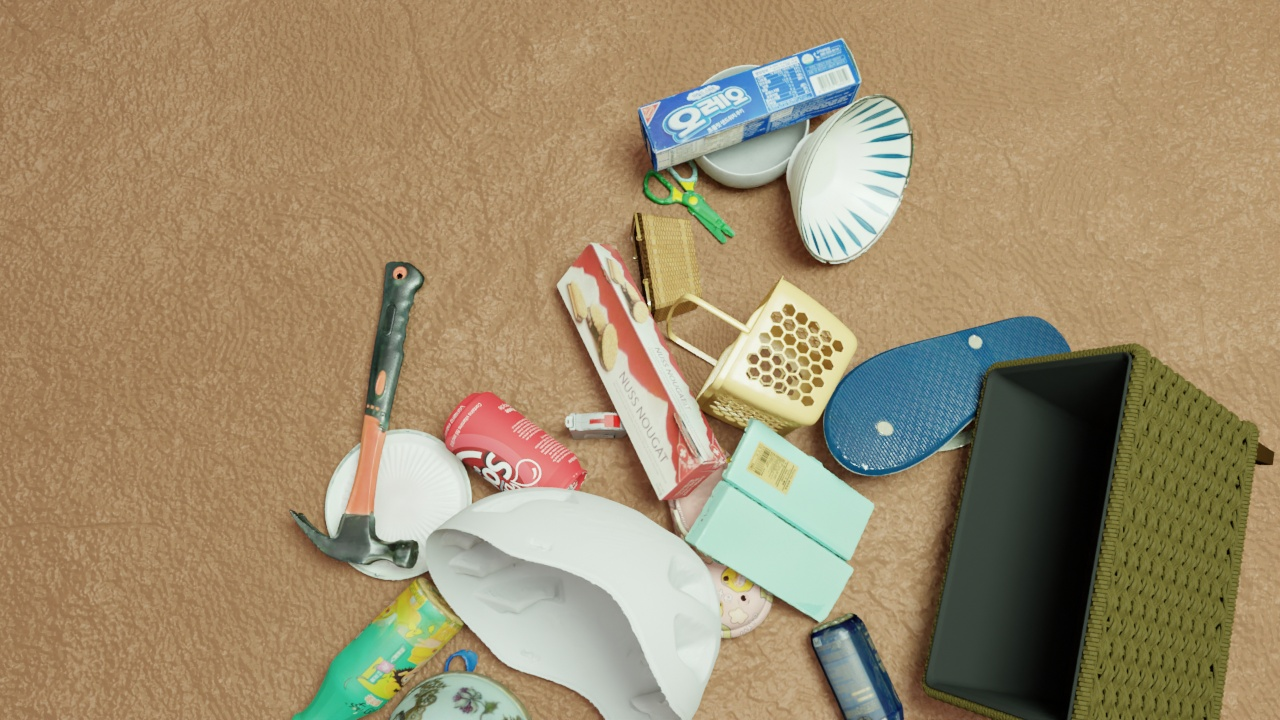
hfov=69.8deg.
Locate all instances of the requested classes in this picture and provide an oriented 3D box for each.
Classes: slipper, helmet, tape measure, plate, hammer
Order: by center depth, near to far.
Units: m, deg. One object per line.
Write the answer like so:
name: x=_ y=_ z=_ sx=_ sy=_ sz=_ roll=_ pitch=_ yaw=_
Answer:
helmet: x=-0.065 y=0.222 z=0.839 sx=0.282 sy=0.225 sz=0.183 roll=12 pitch=42 yaw=8
slipper: x=0.078 y=0.172 z=0.908 sx=0.093 sy=0.081 sz=0.197 roll=-11 pitch=74 yaw=0
slipper: x=0.309 y=0.033 z=0.941 sx=0.294 sy=0.060 sz=0.118 roll=-21 pitch=70 yaw=-15
tape measure: x=-0.044 y=0.069 z=0.950 sx=0.062 sy=0.060 sz=0.020 roll=-1 pitch=76 yaw=0
plate: x=-0.254 y=0.151 z=0.967 sx=0.157 sy=0.014 sz=0.156 roll=-1 pitch=76 yaw=3
hammer: x=-0.278 y=0.047 z=0.975 sx=0.133 sy=0.033 sz=0.332 roll=4 pitch=71 yaw=7

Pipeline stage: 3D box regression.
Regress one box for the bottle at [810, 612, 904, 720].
bottle: x=0.217 y=0.324 z=0.874 sx=0.056 sy=0.056 sz=0.160 roll=-23 pitch=76 yaw=-2

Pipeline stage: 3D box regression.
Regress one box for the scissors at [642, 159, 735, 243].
scissors: x=0.064 y=-0.182 z=1.030 sx=0.130 sy=0.014 sz=0.070 roll=40 pitch=82 yaw=13

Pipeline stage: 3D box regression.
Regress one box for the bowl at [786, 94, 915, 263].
bowl: x=0.204 y=-0.197 z=0.968 sx=0.177 sy=0.177 sz=0.071 roll=-50 pitch=48 yaw=-8

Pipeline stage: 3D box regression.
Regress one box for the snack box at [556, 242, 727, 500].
snack box: x=-0.005 y=0.005 z=0.925 sx=0.077 sy=0.044 sz=0.272 roll=-47 pitch=58 yaw=37

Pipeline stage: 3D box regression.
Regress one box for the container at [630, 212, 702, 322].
container: x=0.027 y=-0.101 z=0.989 sx=0.061 sy=0.063 sz=0.114 roll=-7 pitch=76 yaw=-6

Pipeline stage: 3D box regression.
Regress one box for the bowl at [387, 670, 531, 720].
bowl: x=-0.183 y=0.380 z=0.856 sx=0.160 sy=0.094 sz=0.159 roll=-1 pitch=81 yaw=9

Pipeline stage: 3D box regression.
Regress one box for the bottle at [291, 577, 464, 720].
bottle: x=-0.271 y=0.310 z=0.902 sx=0.209 sy=0.068 sz=0.068 roll=-44 pitch=78 yaw=-7

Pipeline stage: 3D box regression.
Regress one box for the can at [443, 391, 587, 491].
can: x=-0.130 y=0.096 z=0.941 sx=0.142 sy=0.074 sz=0.074 roll=35 pitch=81 yaw=11

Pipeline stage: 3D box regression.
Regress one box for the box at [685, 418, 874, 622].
box: x=0.143 y=0.157 z=0.884 sx=0.186 sy=0.033 sz=0.136 roll=34 pitch=83 yaw=-28

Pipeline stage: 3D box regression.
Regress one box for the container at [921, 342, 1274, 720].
container: x=0.418 y=0.177 z=0.820 sx=0.205 sy=0.177 sz=0.320 roll=20 pitch=77 yaw=-19

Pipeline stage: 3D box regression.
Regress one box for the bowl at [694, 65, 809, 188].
bowl: x=0.116 y=-0.251 z=1.015 sx=0.132 sy=0.064 sz=0.131 roll=-1 pitch=76 yaw=3

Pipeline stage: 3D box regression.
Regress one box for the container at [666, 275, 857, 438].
container: x=0.103 y=-0.010 z=0.898 sx=0.167 sy=0.183 sz=0.129 roll=30 pitch=80 yaw=3

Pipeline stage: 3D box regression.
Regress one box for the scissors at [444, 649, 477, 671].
scissors: x=-0.193 y=0.349 z=0.919 sx=0.133 sy=0.015 sz=0.104 roll=-32 pitch=79 yaw=1

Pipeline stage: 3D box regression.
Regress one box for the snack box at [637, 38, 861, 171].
snack box: x=0.112 y=-0.265 z=0.955 sx=0.226 sy=0.059 sz=0.059 roll=-20 pitch=80 yaw=-1
